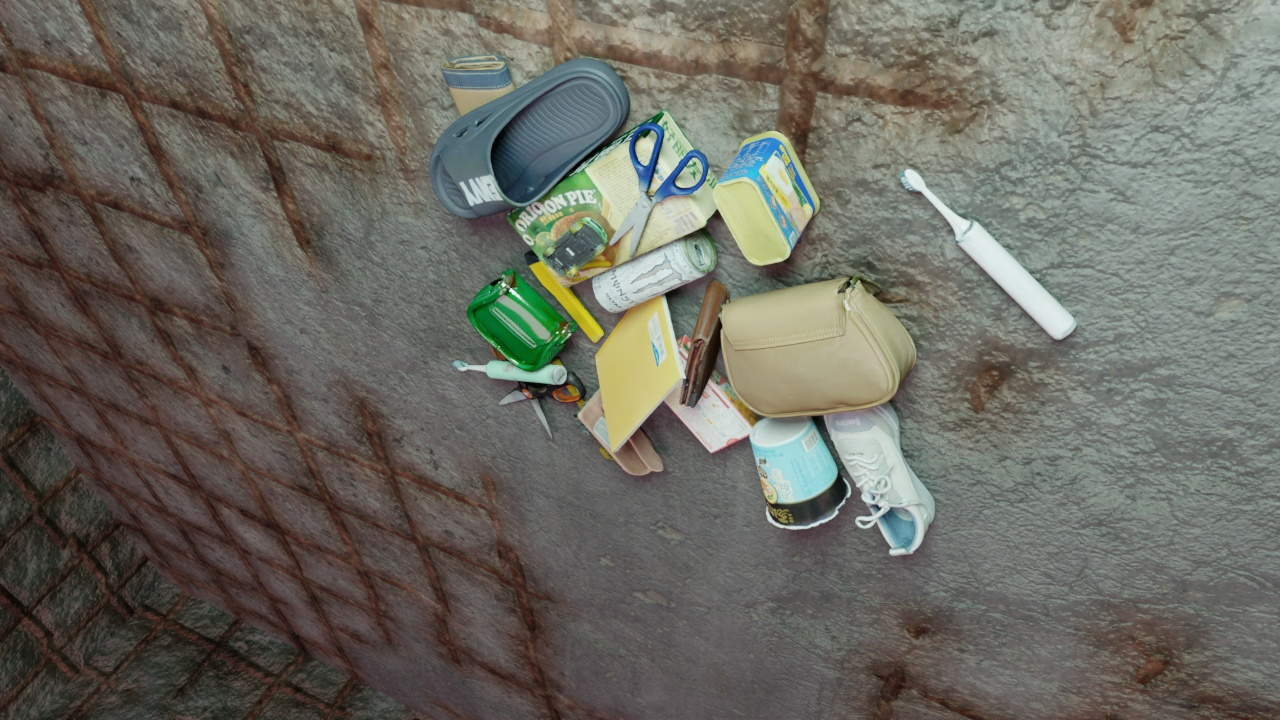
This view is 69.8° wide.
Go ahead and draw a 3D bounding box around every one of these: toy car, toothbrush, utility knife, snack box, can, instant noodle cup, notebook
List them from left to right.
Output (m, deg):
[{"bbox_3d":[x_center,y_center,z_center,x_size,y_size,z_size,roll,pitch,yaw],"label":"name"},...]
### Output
[{"bbox_3d":[-0.189,0.014,1.292,0.225,0.026,0.027,4,153,42],"label":"toothbrush"},{"bbox_3d":[-0.096,-0.082,1.179,0.033,0.015,0.154,-9,126,49],"label":"utility knife"},{"bbox_3d":[-0.070,-0.124,0.994,0.043,0.036,0.091,45,142,-13],"label":"toy car"},{"bbox_3d":[-0.084,0.072,1.332,0.016,0.016,0.190,-2,130,37],"label":"toothbrush"},{"bbox_3d":[-0.032,-0.168,1.003,0.241,0.063,0.114,-19,118,46],"label":"snack box"},{"bbox_3d":[-0.007,0.007,1.129,0.010,0.145,0.207,2,150,-25],"label":"notebook"},{"bbox_3d":[0.014,-0.102,1.037,0.147,0.058,0.058,-20,118,41],"label":"can"},{"bbox_3d":[0.074,0.045,1.168,0.077,0.026,0.156,-30,111,32],"label":"snack box"},{"bbox_3d":[0.121,-0.156,0.890,0.057,0.083,0.102,-9,126,41],"label":"can"},{"bbox_3d":[0.189,0.128,1.136,0.111,0.111,0.120,-5,120,39],"label":"instant noodle cup"},{"bbox_3d":[0.321,-0.100,0.852,0.221,0.026,0.026,41,164,-9],"label":"toothbrush"}]

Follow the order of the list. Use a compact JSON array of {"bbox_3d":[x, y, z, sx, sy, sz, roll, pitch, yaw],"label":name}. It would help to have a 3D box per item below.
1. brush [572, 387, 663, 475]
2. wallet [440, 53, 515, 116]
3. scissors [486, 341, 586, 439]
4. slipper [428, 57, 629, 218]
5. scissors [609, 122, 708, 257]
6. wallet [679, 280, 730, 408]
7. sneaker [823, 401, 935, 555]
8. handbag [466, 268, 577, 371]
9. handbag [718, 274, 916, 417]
[{"bbox_3d":[-0.026,0.107,1.290,0.073,0.063,0.145,-5,129,52],"label":"brush"},{"bbox_3d":[-0.164,-0.276,1.010,0.090,0.033,0.115,11,137,31],"label":"wallet"},{"bbox_3d":[-0.163,0.034,1.334,0.235,0.021,0.221,-6,124,48],"label":"scissors"},{"bbox_3d":[-0.132,-0.220,0.966,0.269,0.083,0.110,-23,123,32],"label":"slipper"},{"bbox_3d":[0.016,-0.160,0.919,0.140,0.012,0.171,12,136,24],"label":"scissors"},{"bbox_3d":[0.073,-0.017,1.057,0.032,0.101,0.125,16,139,9],"label":"wallet"},{"bbox_3d":[0.274,0.134,1.084,0.090,0.090,0.242,-10,124,40],"label":"sneaker"},{"bbox_3d":[-0.154,-0.054,1.198,0.131,0.067,0.120,42,151,-7],"label":"handbag"},{"bbox_3d":[0.186,-0.017,0.987,0.205,0.099,0.148,-8,118,41],"label":"handbag"}]
